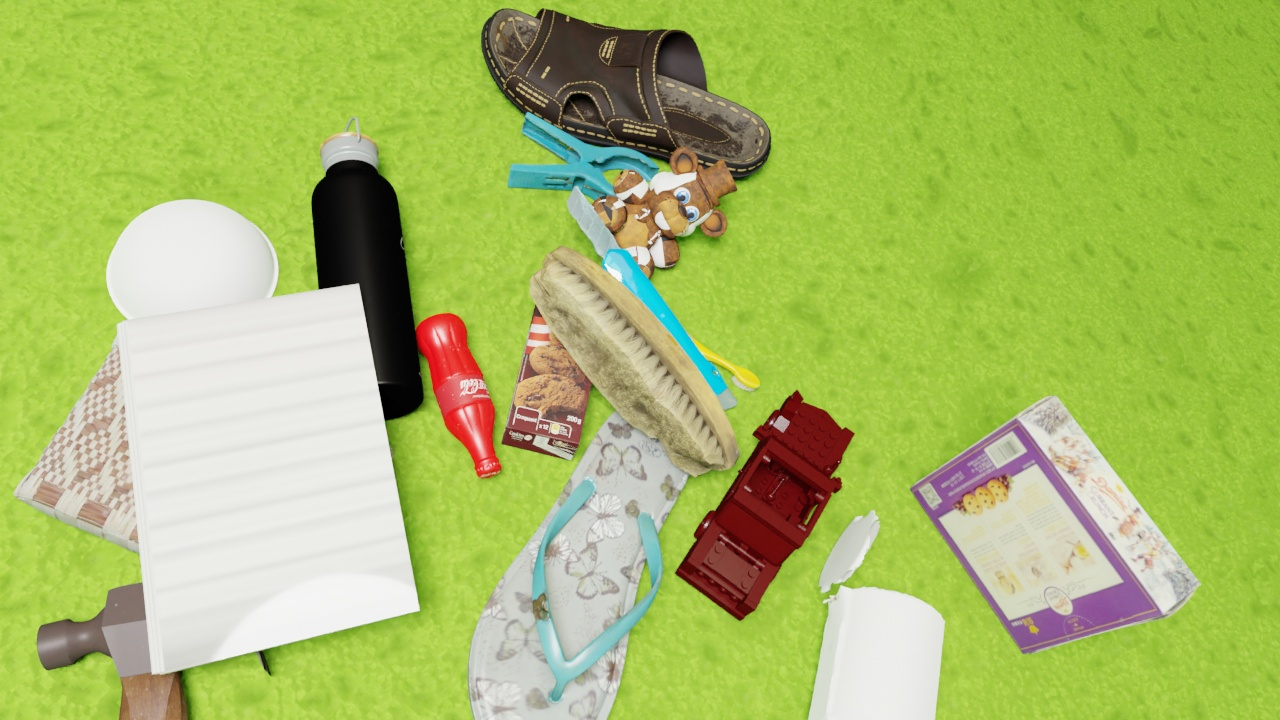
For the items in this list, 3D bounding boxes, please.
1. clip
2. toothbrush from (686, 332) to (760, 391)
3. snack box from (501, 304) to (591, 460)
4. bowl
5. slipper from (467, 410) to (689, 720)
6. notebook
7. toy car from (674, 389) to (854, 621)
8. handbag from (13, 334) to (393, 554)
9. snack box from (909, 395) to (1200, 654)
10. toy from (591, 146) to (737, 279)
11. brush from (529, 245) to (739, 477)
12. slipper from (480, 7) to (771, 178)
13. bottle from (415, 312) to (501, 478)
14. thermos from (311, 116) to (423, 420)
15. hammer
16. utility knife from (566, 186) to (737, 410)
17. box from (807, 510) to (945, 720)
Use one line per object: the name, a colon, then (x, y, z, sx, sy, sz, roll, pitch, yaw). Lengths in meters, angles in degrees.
clip: (-0.043, -0.172, 0.767, 0.127, 0.028, 0.113, 23, 64, -5)
toothbrush: (0.034, -0.015, 0.715, 0.135, 0.016, 0.021, 34, 61, 5)
snack box: (-0.060, -0.002, 0.669, 0.051, 0.032, 0.140, 15, 60, -9)
bowl: (-0.309, -0.072, 0.628, 0.110, 0.041, 0.109, 7, 62, -13)
slipper: (-0.035, 0.131, 0.597, 0.098, 0.055, 0.268, 24, 58, -1)
notebook: (-0.222, 0.061, 0.544, 0.142, 0.009, 0.209, -11, 73, -15)
toy car: (0.095, 0.093, 0.647, 0.070, 0.062, 0.169, 36, 59, 4)
handbag: (-0.262, 0.068, 0.567, 0.186, 0.047, 0.124, 24, 67, -3)
snack box: (0.277, 0.119, 0.639, 0.040, 0.144, 0.148, -24, 72, -26)
toy: (0.022, -0.119, 0.724, 0.113, 0.067, 0.087, -26, 112, 8)
brush: (-0.004, 0.004, 0.635, 0.195, 0.059, 0.043, 50, 53, -3)
slipper: (-0.008, -0.236, 0.781, 0.268, 0.076, 0.112, 22, 59, -4)
bottle: (-0.123, 0.025, 0.634, 0.036, 0.036, 0.119, -15, 69, -23)
thermos: (-0.198, -0.074, 0.649, 0.061, 0.061, 0.231, -5, 65, -19)
hammer: (-0.248, 0.275, 0.473, 0.115, 0.033, 0.322, -6, 66, -17)
utility knife: (0.006, -0.043, 0.692, 0.031, 0.015, 0.205, -36, 96, -18)
box: (0.157, 0.180, 0.611, 0.092, 0.083, 0.165, 19, 58, 5)
